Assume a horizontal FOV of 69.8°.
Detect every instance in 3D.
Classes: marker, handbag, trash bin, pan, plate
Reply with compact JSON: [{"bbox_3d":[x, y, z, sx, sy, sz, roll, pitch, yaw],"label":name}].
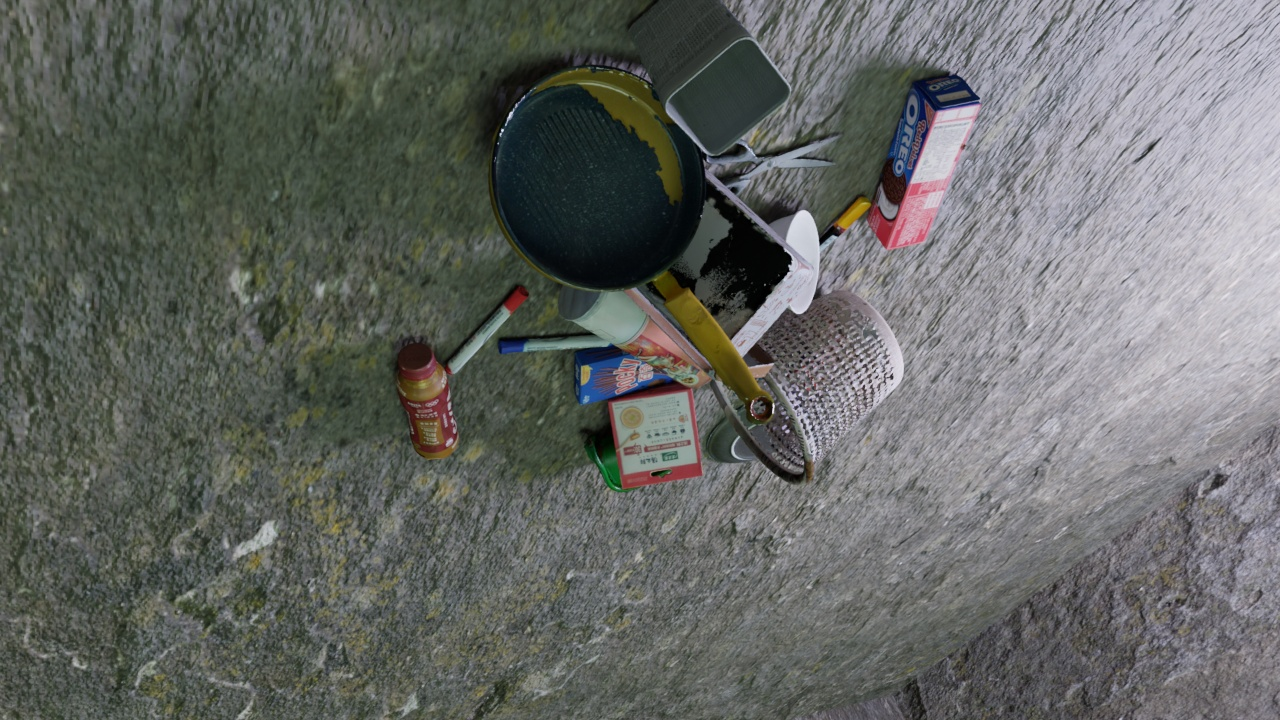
[{"bbox_3d":[-0.099,-0.021,1.100,0.145,0.017,0.017,-4,141,-25],"label":"marker"},{"bbox_3d":[-0.006,0.119,1.306,0.131,0.068,0.120,-27,137,7],"label":"handbag"},{"bbox_3d":[-0.176,-0.032,1.040,0.017,0.017,0.145,18,128,-44],"label":"marker"},{"bbox_3d":[0.219,0.017,1.183,0.192,0.227,0.228,-31,147,-14],"label":"trash bin"},{"bbox_3d":[0.009,-0.093,0.816,0.197,0.357,0.078,-36,-168,-15],"label":"pan"},{"bbox_3d":[0.232,-0.153,1.116,0.018,0.015,0.124,12,135,-38],"label":"marker"},{"bbox_3d":[0.191,0.116,1.445,0.179,0.024,0.180,-16,145,-12],"label":"plate"}]

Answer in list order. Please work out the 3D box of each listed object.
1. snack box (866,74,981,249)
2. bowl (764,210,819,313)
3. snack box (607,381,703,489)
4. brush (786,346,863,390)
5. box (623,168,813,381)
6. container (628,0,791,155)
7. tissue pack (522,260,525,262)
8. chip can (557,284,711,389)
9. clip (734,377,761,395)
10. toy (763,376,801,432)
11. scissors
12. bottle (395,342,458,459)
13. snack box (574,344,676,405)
[{"bbox_3d":[0.316,-0.220,1.038,0.058,0.057,0.208,-12,144,-13],"label":"snack box"},{"bbox_3d":[0.159,-0.115,1.068,0.065,0.118,0.118,6,158,30],"label":"bowl"},{"bbox_3d":[0.020,0.098,1.231,0.113,0.044,0.127,-9,107,-1],"label":"snack box"},{"bbox_3d":[0.278,0.015,1.319,0.145,0.069,0.063,-6,141,-24],"label":"brush"},{"bbox_3d":[0.082,-0.086,0.955,0.157,0.183,0.192,-49,161,17],"label":"box"},{"bbox_3d":[0.054,-0.257,0.785,0.090,0.114,0.090,-36,144,18],"label":"container"},{"bbox_3d":[-0.072,-0.162,0.895,0.094,0.052,0.157,-12,144,-20],"label":"tissue pack"},{"bbox_3d":[0.005,-0.037,1.067,0.071,0.071,0.214,-40,135,22],"label":"chip can"},{"bbox_3d":[0.152,0.033,1.316,0.056,0.049,0.015,-11,143,-27],"label":"clip"},{"bbox_3d":[0.212,0.067,1.366,0.083,0.039,0.108,-11,123,-12],"label":"toy"},{"bbox_3d":[0.133,-0.210,0.982,0.160,0.014,0.170,-38,143,22],"label":"scissors"},{"bbox_3d":[-0.249,0.048,1.069,0.057,0.057,0.175,-14,144,-13],"label":"bottle"},{"bbox_3d":[-0.007,0.007,1.181,0.157,0.026,0.085,-14,144,-14],"label":"snack box"}]
